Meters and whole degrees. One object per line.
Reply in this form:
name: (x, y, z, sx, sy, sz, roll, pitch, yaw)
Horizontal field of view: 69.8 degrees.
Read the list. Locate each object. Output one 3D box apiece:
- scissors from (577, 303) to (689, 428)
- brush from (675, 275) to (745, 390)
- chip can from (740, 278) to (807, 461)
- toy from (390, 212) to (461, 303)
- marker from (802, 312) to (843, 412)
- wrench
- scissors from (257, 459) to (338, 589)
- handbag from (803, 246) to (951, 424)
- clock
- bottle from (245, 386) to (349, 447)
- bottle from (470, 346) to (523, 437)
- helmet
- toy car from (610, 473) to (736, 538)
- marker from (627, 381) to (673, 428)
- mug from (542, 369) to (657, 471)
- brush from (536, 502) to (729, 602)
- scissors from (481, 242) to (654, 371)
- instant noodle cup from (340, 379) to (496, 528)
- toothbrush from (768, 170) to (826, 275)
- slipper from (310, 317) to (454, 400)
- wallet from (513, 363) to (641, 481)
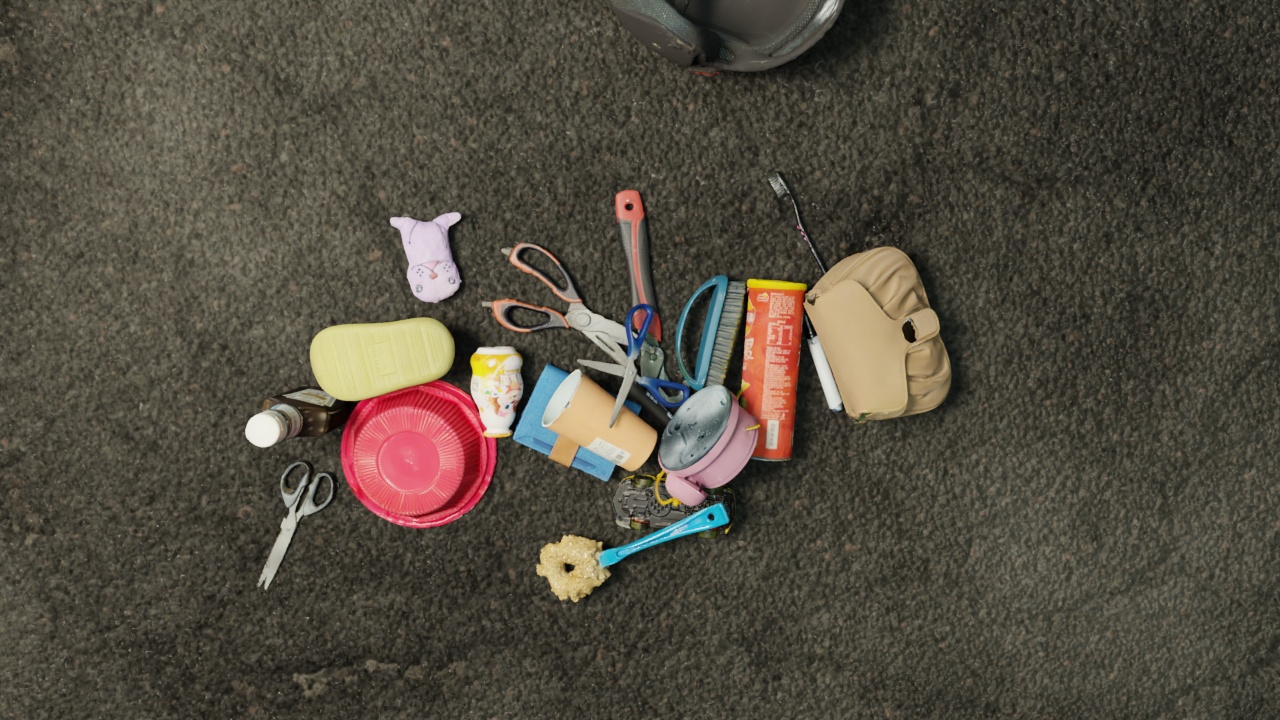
scissors: (-0.006, 0.007, 1.084, 0.172, 0.012, 0.162, 15, 69, -38)
brush: (0.081, -0.034, 1.115, 0.073, 0.055, 0.144, 12, 95, -3)
chip can: (0.159, 0.011, 1.112, 0.073, 0.073, 0.216, 3, 95, -1)
toy: (-0.251, -0.124, 1.109, 0.084, 0.039, 0.108, -9, 94, -9)
marker: (0.226, 0.001, 1.140, 0.022, 0.018, 0.131, -21, 95, -8)
wrench: (0.008, -0.073, 1.129, 0.056, 0.016, 0.273, -13, 96, -3)
scissors: (-0.449, 0.204, 1.153, 0.174, 0.014, 0.136, -30, 96, 5)
handbag: (0.286, -0.027, 1.086, 0.147, 0.100, 0.204, -26, 96, -24)
clock: (0.069, 0.105, 1.076, 0.060, 0.117, 0.159, 38, 105, -24)
bottle: (-0.393, 0.064, 1.046, 0.080, 0.195, 0.044, 12, 95, -2)
bottle: (-0.174, 0.038, 1.114, 0.063, 0.063, 0.108, 0, 95, -1)
helmet: (0.081, -0.434, 0.992, 0.274, 0.230, 0.234, 23, 104, -13)
toy car: (0.042, 0.178, 1.141, 0.156, 0.041, 0.071, 4, 96, 5)
marker: (0.028, 0.070, 1.134, 0.022, 0.020, 0.132, -45, 103, 4)
mug: (-0.045, 0.076, 1.082, 0.122, 0.078, 0.078, 35, 94, -16)
brush: (-0.011, 0.226, 1.118, 0.255, 0.045, 0.083, -23, 85, 15)
scissors: (-0.092, -0.055, 1.125, 0.215, 0.015, 0.196, -12, 93, 3)
instant noodle cup: (-0.276, 0.117, 1.119, 0.194, 0.066, 0.194, 0, 94, -1)
toothbrush: (0.205, -0.145, 1.128, 0.018, 0.014, 0.189, -26, 96, 11)
slipper: (-0.299, -0.004, 1.098, 0.191, 0.081, 0.091, -8, 92, 17)
wallet: (-0.079, 0.077, 1.133, 0.133, 0.040, 0.106, 25, 90, -3)
